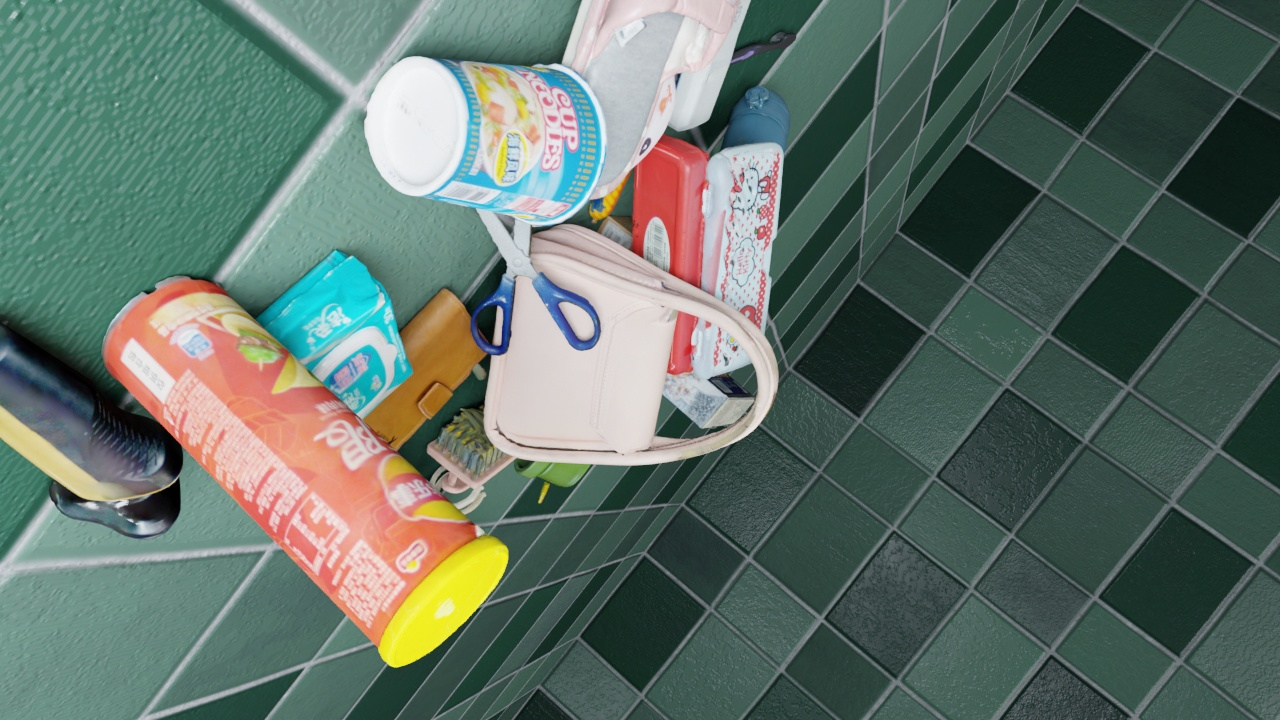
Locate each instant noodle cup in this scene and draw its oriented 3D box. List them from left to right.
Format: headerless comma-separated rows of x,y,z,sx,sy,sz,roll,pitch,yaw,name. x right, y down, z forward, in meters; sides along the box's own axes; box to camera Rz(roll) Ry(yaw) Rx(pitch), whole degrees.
-0.089,-0.125,0.517,0.109,0.099,0.099,-12,139,-57,instant noodle cup

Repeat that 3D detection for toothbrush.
0.093,-0.283,0.846,0.188,0.017,0.014,-34,151,-42,toothbrush

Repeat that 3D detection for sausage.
-0.008,-0.180,0.758,0.021,0.021,0.166,-33,156,-52,sausage

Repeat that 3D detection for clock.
-0.074,0.067,0.978,0.161,0.056,0.116,-53,-158,22,clock

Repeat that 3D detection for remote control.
0.057,-0.251,0.769,0.048,0.024,0.125,-32,151,-44,remote control

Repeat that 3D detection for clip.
-0.210,0.133,0.916,0.104,0.086,0.035,-19,159,-10,clip

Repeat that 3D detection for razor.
-0.271,0.034,0.429,0.067,0.062,0.168,-17,152,-8,razor

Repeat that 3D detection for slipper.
0.019,-0.226,0.570,0.114,0.054,0.274,11,107,-58,slipper

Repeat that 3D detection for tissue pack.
-0.194,0.002,0.574,0.093,0.050,0.134,-47,165,-22,tissue pack

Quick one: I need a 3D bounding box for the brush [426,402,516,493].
-0.139,0.073,0.898,0.145,0.063,0.073,-37,155,-51,brush

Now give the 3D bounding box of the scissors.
-0.080,-0.059,0.660,0.163,0.162,0.012,-48,-155,37,scissors

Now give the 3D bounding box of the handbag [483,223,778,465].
-0.004,0.004,0.754,0.093,0.234,0.194,-65,168,-59,handbag

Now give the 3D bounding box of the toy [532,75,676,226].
-0.033,-0.163,0.668,0.159,0.054,0.121,-45,162,-4,toy

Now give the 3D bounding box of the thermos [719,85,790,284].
0.099,-0.171,0.878,0.070,0.070,0.219,105,1,-58,thermos

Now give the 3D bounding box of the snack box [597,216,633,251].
0.002,-0.081,0.886,0.077,0.093,0.094,-56,165,19,snack box

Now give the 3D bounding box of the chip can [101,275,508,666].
-0.164,0.048,0.441,0.073,0.216,0.073,-47,164,-18,chip can

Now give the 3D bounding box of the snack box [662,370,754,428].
0.031,-0.002,0.989,0.046,0.182,0.177,-52,166,8,snack box

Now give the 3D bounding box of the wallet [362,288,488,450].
-0.176,0.016,0.713,0.130,0.035,0.119,-49,159,-11,wallet

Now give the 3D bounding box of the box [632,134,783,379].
0.053,-0.091,0.782,0.100,0.095,0.201,-18,124,-33,box
